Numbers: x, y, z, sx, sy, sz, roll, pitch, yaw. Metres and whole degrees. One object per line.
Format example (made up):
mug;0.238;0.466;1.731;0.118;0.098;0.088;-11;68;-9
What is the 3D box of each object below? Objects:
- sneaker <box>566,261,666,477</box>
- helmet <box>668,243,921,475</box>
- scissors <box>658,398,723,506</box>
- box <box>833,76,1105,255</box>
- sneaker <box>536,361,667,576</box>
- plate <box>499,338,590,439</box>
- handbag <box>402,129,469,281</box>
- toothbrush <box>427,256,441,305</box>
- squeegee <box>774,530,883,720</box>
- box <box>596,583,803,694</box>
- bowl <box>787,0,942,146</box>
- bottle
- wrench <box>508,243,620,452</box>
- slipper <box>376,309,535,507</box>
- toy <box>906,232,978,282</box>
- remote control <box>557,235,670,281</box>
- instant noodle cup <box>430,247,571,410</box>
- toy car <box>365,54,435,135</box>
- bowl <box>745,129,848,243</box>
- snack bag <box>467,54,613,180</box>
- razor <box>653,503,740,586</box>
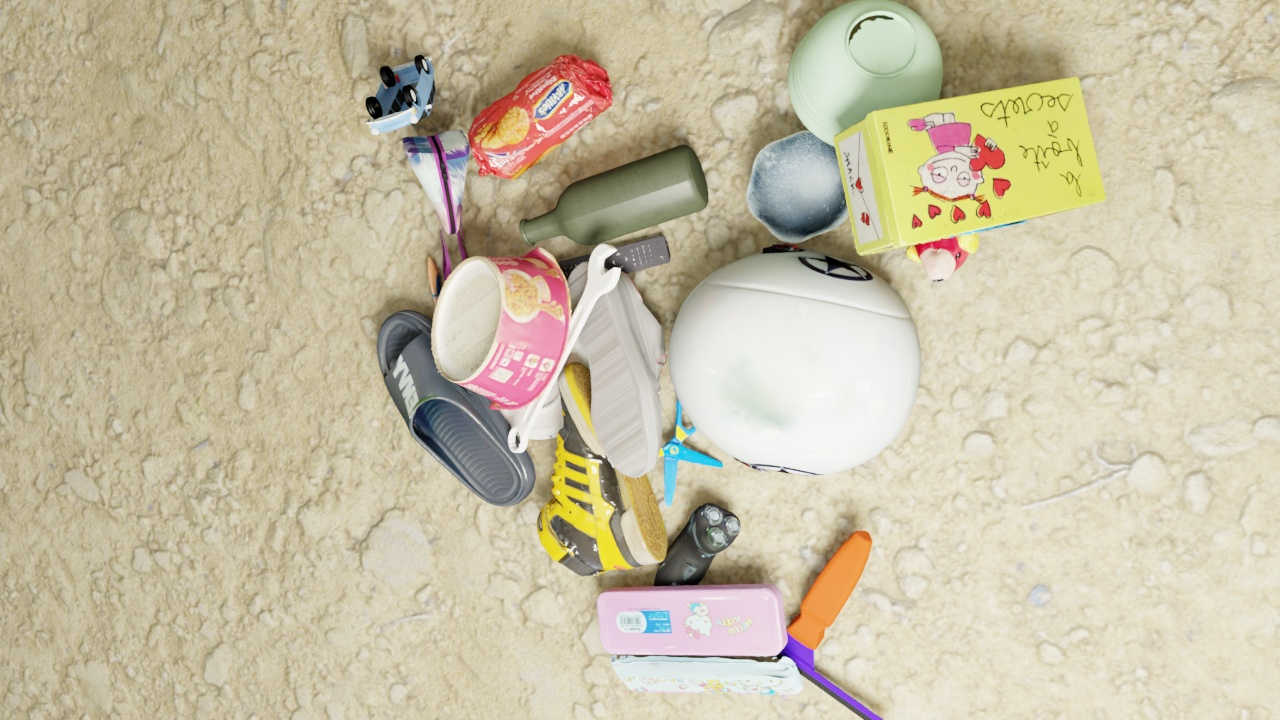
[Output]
sneaker;-0.006;0.006;0.978;0.100;0.089;0.236;-30;69;47
helmet;0.141;0.005;0.911;0.264;0.163;0.237;15;99;16
scissors;0.033;0.097;1.004;0.130;0.014;0.125;6;81;-13
box;0.299;-0.175;0.832;0.220;0.082;0.124;-11;91;-14
sneaker;-0.067;0.129;1.028;0.122;0.086;0.238;-24;86;21
plate;-0.125;0.016;1.069;0.157;0.014;0.157;2;97;17
handbag;-0.216;-0.164;1.029;0.068;0.144;0.170;-11;118;-13
toothbrush;-0.236;-0.058;1.093;0.017;0.021;0.135;-16;94;0
squeegee;0.198;0.253;0.975;0.250;0.055;0.185;32;120;19
box;0.063;0.314;1.007;0.215;0.050;0.149;-8;112;23
bowl;0.221;-0.282;0.873;0.151;0.077;0.150;0;79;0
bottle;-0.033;-0.168;0.991;0.207;0.071;0.071;-15;91;18
wrench;-0.086;-0.005;0.984;0.047;0.009;0.274;54;126;39
slipper;-0.232;0.067;1.066;0.111;0.083;0.268;-40;87;29
toy;0.278;-0.149;0.898;0.105;0.067;0.137;-40;104;-19
remote control;-0.033;-0.109;1.027;0.136;0.015;0.032;-13;92;15
instant noodle cup;-0.160;-0.038;0.997;0.179;0.077;0.178;-14;71;46
toy car;-0.262;-0.291;1.019;0.056;0.153;0.055;-14;129;9
bowl;0.166;-0.176;0.937;0.110;0.055;0.110;2;97;17
snack bag;-0.111;-0.269;1.002;0.177;0.082;0.082;-33;86;16
razor;0.058;0.218;1.011;0.053;0.063;0.141;28;115;-5
